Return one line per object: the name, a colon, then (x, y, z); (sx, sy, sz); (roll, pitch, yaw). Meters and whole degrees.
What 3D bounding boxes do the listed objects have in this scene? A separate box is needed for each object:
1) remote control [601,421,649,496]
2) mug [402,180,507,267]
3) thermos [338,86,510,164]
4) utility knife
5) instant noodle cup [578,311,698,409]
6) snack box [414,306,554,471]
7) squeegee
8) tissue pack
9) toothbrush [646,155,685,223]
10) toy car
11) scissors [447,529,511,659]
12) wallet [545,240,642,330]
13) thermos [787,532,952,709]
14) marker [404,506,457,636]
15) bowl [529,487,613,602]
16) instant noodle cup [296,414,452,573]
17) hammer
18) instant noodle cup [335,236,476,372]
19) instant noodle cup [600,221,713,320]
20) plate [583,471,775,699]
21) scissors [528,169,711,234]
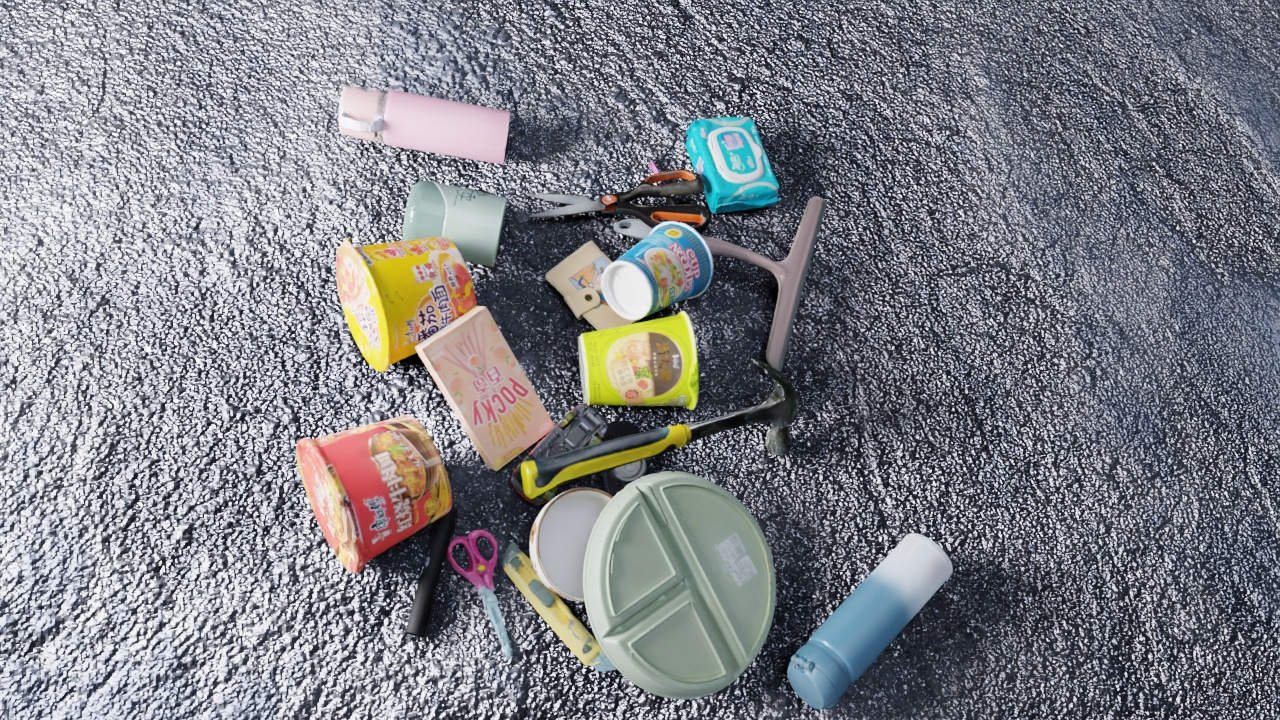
remote control: (-0.015, 0.133, 1.004); (0.053, 0.024, 0.136); (-4, 66, -14)
mug: (-0.213, -0.166, 1.066); (0.106, 0.082, 0.111); (11, 34, -8)
thermos: (-0.258, -0.281, 1.101); (0.198, 0.067, 0.087); (8, 28, -12)
utility knife: (-0.086, 0.256, 0.940); (0.030, 0.018, 0.166); (-40, 85, -20)
instant noodle cup: (-0.006, 0.006, 1.024); (0.123, 0.112, 0.111); (-6, 68, -8)
snack box: (-0.162, 0.030, 0.970); (0.084, 0.026, 0.157); (-37, 111, -25)
squeegee: (0.086, -0.136, 1.124); (0.249, 0.040, 0.247); (16, 69, 4)
tissue pack: (0.120, -0.253, 1.197); (0.093, 0.050, 0.133); (-11, 70, -19)
toothbrush: (0.046, -0.185, 1.169); (0.017, 0.014, 0.189); (-20, 72, -20)
toy car: (-0.086, 0.102, 0.988); (0.053, 0.045, 0.120); (43, 75, 2)
scissors: (-0.155, 0.237, 0.928); (0.056, 0.017, 0.133); (-12, 73, -34)
wallet: (-0.051, -0.081, 1.094); (0.087, 0.024, 0.115); (-38, 81, -30)
thermos: (0.245, 0.278, 0.982); (0.220, 0.070, 0.070); (-38, 79, -24)
marker: (-0.209, 0.210, 0.924); (0.022, 0.020, 0.131); (21, 63, -20)
bowl: (-0.065, 0.190, 0.938); (0.113, 0.062, 0.113); (9, 71, -26)
instant noodle cup: (-0.257, 0.121, 0.897); (0.108, 0.138, 0.138); (-23, 73, -31)
hammer: (0.029, 0.081, 0.979); (0.322, 0.126, 0.032); (-13, 35, -21)
instant noodle cup: (-0.248, -0.069, 0.982); (0.109, 0.138, 0.138); (-20, 72, -30)
instant noodle cup: (0.014, -0.097, 1.057); (0.099, 0.099, 0.109); (45, 44, 9)
plate: (0.048, 0.226, 0.939); (0.230, 0.028, 0.230); (9, 71, -28)
scissors: (-0.018, -0.188, 1.125); (0.228, 0.022, 0.190); (-27, 55, -23)
